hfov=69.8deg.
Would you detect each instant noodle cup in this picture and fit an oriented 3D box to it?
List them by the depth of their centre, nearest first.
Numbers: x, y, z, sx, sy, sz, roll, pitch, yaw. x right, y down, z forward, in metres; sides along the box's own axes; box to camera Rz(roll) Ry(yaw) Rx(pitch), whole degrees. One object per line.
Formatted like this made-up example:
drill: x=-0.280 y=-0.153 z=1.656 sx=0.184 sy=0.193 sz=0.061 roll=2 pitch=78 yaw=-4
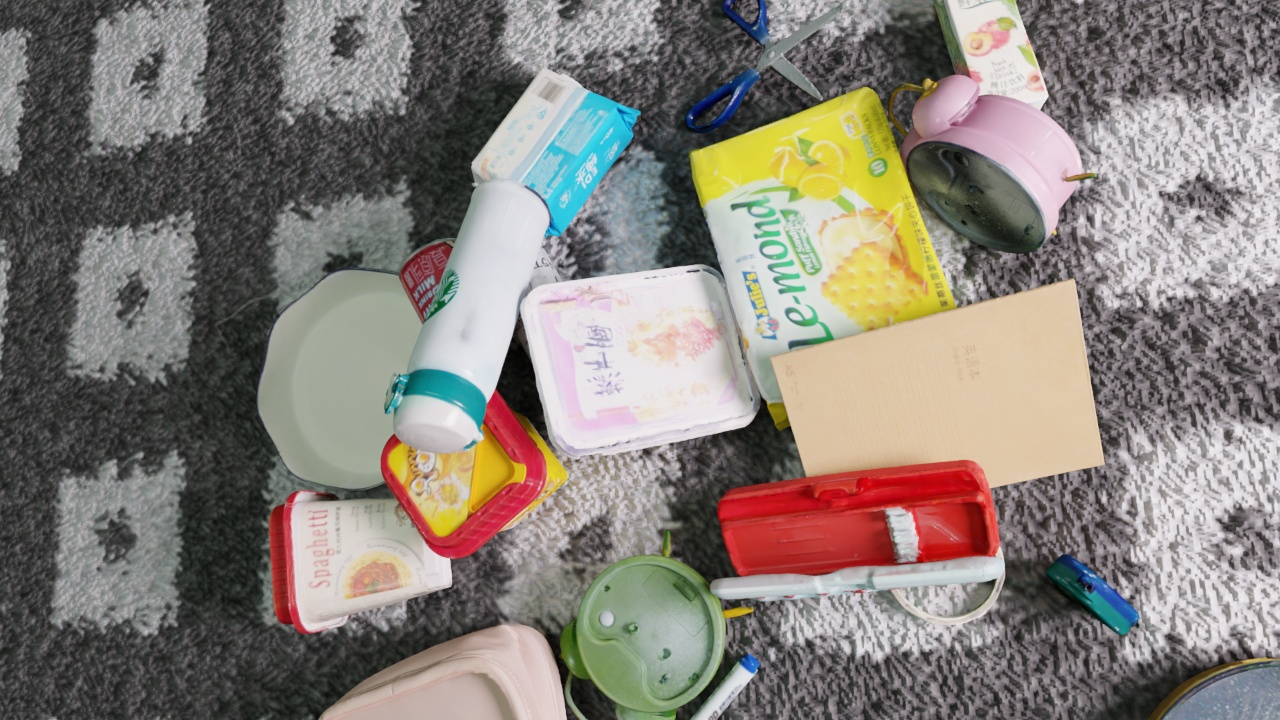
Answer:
instant noodle cup: x=-0.004 y=0.004 z=0.725 sx=0.173 sy=0.060 sz=0.138 roll=-10 pitch=76 yaw=-20
instant noodle cup: x=-0.127 y=0.088 z=0.747 sx=0.116 sy=0.123 sz=0.116 roll=-41 pitch=73 yaw=6
instant noodle cup: x=-0.233 y=0.164 z=0.780 sx=0.124 sy=0.117 sz=0.116 roll=-8 pitch=79 yaw=3

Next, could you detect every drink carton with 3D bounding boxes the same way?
drink carton: x=0.272 y=-0.246 z=0.721 sx=0.053 sy=0.045 sz=0.122 roll=-14 pitch=78 yaw=8

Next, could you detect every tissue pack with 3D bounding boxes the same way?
tissue pack: x=-0.074 y=-0.182 z=0.802 sx=0.090 sy=0.063 sz=0.140 roll=31 pitch=82 yaw=20

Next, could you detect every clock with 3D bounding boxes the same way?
clock: x=0.247 y=-0.150 z=0.679 sx=0.158 sy=0.117 sz=0.059 roll=37 pitch=83 yaw=16
clock: x=0.002 y=0.224 z=0.723 sx=0.116 sy=0.056 sz=0.161 roll=41 pitch=94 yaw=19

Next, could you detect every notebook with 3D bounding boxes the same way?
notebook: x=0.215 y=0.036 z=0.669 sx=0.212 sy=0.012 sz=0.149 roll=-15 pitch=113 yaw=13

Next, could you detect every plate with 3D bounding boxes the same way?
plate: x=-0.251 y=0.017 z=0.837 sx=0.205 sy=0.045 sz=0.204 roll=-3 pitch=80 yaw=17

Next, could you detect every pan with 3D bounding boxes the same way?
pan: x=0.388 y=0.363 z=0.574 sx=0.198 sy=0.078 sz=0.357 roll=23 pitch=89 yaw=19

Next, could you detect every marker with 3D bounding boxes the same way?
marker: x=0.043 y=0.290 z=0.721 sx=0.017 sy=0.017 sz=0.146 roll=40 pitch=94 yaw=18

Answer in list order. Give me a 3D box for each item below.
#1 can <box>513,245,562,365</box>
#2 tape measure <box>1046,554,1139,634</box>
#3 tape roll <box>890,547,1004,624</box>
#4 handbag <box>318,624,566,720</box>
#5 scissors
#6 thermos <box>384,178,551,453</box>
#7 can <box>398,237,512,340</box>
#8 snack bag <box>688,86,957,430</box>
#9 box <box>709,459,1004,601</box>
can: x=-0.084 y=-0.040 z=0.788 sx=0.058 sy=0.058 sz=0.146 roll=-33 pitch=73 yaw=9
tape measure: x=0.311 y=0.162 z=0.641 sx=0.058 sy=0.054 sz=0.025 roll=42 pitch=92 yaw=-14
tape roll: x=0.227 y=0.154 z=0.689 sx=0.086 sy=0.014 sz=0.085 roll=-3 pitch=81 yaw=16
handbag: x=-0.131 y=0.343 z=0.732 sx=0.194 sy=0.093 sz=0.234 roll=-27 pitch=85 yaw=20
scissors: x=0.101 y=-0.255 z=0.763 sx=0.174 sy=0.012 sz=0.162 roll=-30 pitch=55 yaw=34
thermos: x=-0.128 y=-0.036 z=0.690 sx=0.073 sy=0.073 sz=0.223 roll=1 pitch=55 yaw=17
can: x=-0.154 y=-0.047 z=0.771 sx=0.066 sy=0.066 sz=0.093 roll=-34 pitch=71 yaw=9
snack bag: x=0.144 y=-0.084 z=0.722 sx=0.158 sy=0.068 sz=0.246 roll=-18 pitch=77 yaw=13
box: x=0.150 y=0.139 z=0.654 sx=0.202 sy=0.098 sz=0.095 roll=-11 pitch=106 yaw=23
